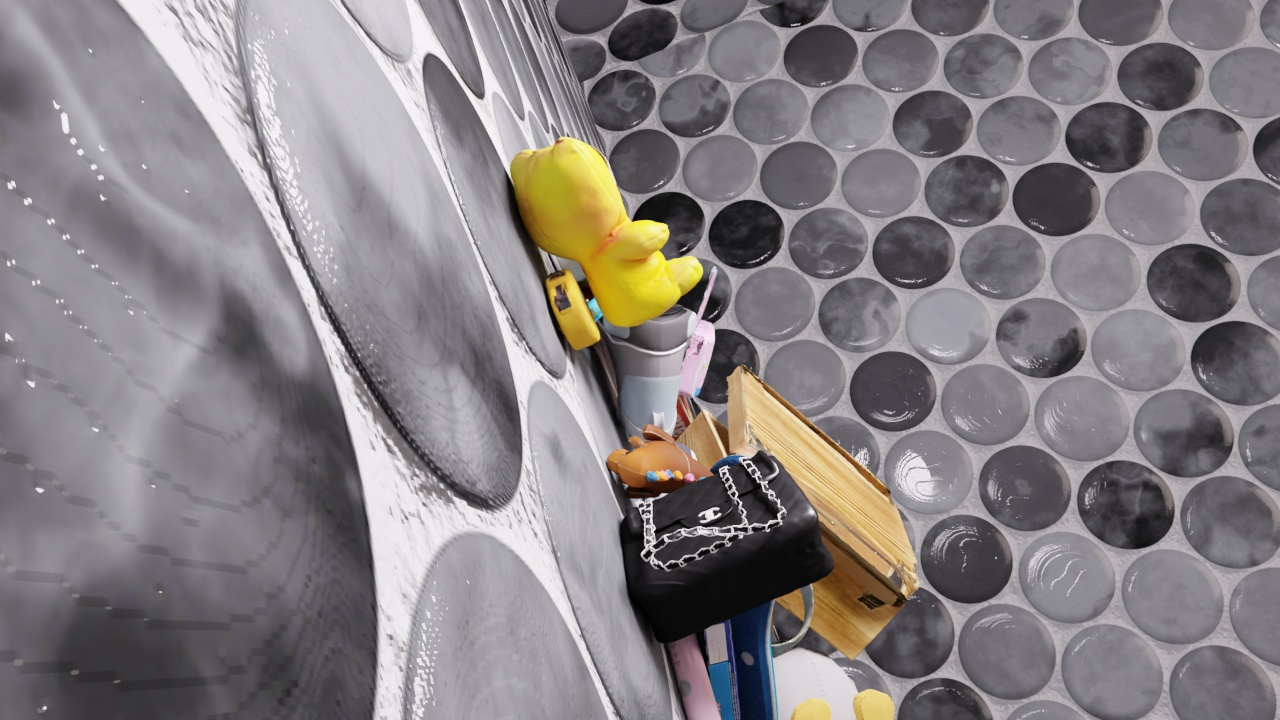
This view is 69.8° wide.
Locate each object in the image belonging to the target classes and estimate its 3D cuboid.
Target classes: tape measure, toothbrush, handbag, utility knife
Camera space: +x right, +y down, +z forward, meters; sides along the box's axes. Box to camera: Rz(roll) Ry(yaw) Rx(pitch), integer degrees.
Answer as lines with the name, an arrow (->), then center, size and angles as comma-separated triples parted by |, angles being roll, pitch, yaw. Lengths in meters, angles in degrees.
tape measure -> -0.060, -0.038, 0.821 | 0.058, 0.030, 0.068 | -106, 171, -46
toothbrush -> 0.049, 0.278, 0.732 | 0.026, 0.027, 0.222 | 9, 48, -34
handbag -> 0.055, 0.127, 0.725 | 0.115, 0.154, 0.125 | 62, 3, -31
utility knife -> -0.031, -0.065, 0.950 | 0.022, 0.015, 0.168 | 64, 32, -15

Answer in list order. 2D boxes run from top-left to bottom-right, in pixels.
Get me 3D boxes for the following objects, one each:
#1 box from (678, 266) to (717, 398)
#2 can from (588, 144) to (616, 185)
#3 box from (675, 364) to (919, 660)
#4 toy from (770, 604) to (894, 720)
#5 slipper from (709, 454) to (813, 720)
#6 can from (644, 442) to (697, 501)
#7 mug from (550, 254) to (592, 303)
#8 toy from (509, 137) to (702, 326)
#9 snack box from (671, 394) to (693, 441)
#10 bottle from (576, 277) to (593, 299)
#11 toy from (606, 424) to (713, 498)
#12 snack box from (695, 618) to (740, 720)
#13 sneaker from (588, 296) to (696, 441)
box -> 0.082, -0.042, 1.178 | 0.230, 0.035, 0.159 | -49, 155, -83
can -> -0.071, -0.197, 1.034 | 0.043, 0.086, 0.086 | 54, 16, -73
box -> 0.182, 0.176, 1.107 | 0.279, 0.176, 0.247 | 41, 8, -9
toy -> 0.175, 0.404, 1.073 | 0.268, 0.140, 0.246 | 160, -72, -71
slipper -> 0.105, 0.224, 0.869 | 0.118, 0.060, 0.295 | 11, -71, 48
can -> 0.037, 0.143, 0.948 | 0.127, 0.064, 0.064 | -103, 171, -58
mug -> -0.056, -0.116, 0.967 | 0.084, 0.070, 0.113 | -101, 167, -65
toy -> -0.043, -0.112, 0.842 | 0.194, 0.087, 0.135 | 48, -19, -24
snack box -> 0.019, 0.033, 1.246 | 0.236, 0.060, 0.113 | 64, 6, -52
bottle -> -0.068, -0.107, 1.059 | 0.106, 0.025, 0.025 | -104, 172, -52
toy -> 0.025, 0.101, 0.811 | 0.090, 0.103, 0.070 | 9, 97, -68
snack box -> 0.064, 0.255, 0.808 | 0.082, 0.027, 0.150 | -110, -170, -58
sneaker -> -0.006, 0.005, 1.032 | 0.257, 0.093, 0.160 | -144, -126, -76
